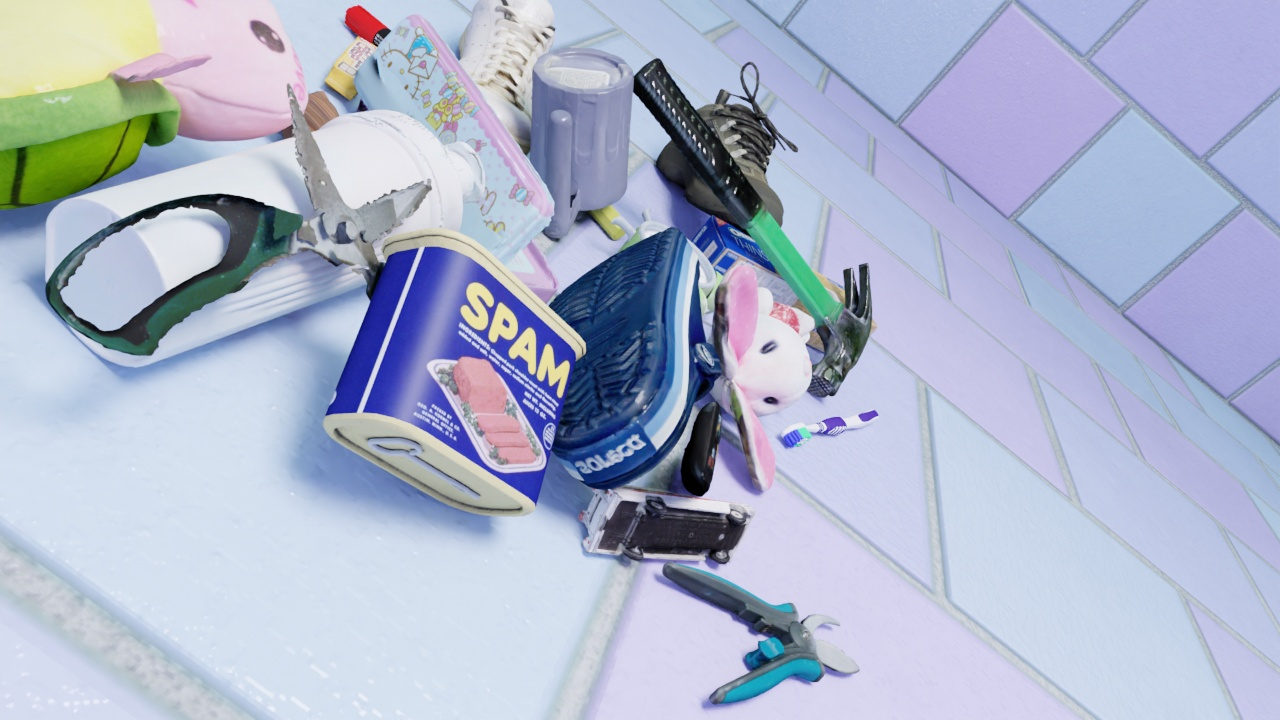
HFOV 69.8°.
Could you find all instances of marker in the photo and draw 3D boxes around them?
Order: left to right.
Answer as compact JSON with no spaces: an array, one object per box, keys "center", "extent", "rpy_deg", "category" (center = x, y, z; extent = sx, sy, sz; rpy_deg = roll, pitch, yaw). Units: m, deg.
[{"center":[-0.191,-0.246,0.748],"extent":[0.145,0.021,0.023],"rpy_deg":[42,3,22],"category":"marker"},{"center":[-0.054,-0.155,0.814],"extent":[0.124,0.018,0.021],"rpy_deg":[49,28,19],"category":"marker"}]

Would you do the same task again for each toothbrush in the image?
[{"center":[0.167,0.056,0.786],"extent":[0.186,0.015,0.016],"rpy_deg":[-3,55,-54],"category":"toothbrush"}]

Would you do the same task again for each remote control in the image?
[{"center":[0.034,0.053,0.523],"extent":[0.020,0.041,0.152],"rpy_deg":[11,-11,4],"category":"remote control"}]

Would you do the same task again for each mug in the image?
[{"center":[-0.053,-0.174,0.730],"extent":[0.084,0.104,0.123],"rpy_deg":[12,43,5],"category":"mug"}]

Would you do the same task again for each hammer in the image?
[{"center":[0.100,-0.123,0.794],"extent":[0.319,0.032,0.130],"rpy_deg":[49,58,-19],"category":"hammer"}]

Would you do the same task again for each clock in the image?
[{"center":[0.026,-0.070,0.762],"extent":[0.119,0.043,0.094],"rpy_deg":[44,29,8],"category":"clock"}]

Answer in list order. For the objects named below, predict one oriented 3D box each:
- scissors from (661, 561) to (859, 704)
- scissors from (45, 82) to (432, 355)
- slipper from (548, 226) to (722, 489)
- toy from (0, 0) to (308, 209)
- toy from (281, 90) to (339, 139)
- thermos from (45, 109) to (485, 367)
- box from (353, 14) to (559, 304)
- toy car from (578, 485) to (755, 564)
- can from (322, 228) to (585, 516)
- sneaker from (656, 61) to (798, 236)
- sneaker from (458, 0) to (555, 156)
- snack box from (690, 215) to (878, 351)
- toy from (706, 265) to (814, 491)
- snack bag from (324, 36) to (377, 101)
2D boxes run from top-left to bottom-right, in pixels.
[{"center":[0.067,0.151,0.516],"extent":[0.124,0.019,0.155],"rpy_deg":[48,26,11],"category":"scissors"},{"center":[-0.140,-0.016,0.408],"extent":[0.201,0.015,0.202],"rpy_deg":[-46,123,-50],"category":"scissors"},{"center":[-0.003,0.003,0.569],"extent":[0.095,0.105,0.252],"rpy_deg":[53,21,-21],"category":"slipper"},{"center":[-0.257,-0.117,0.396],"extent":[0.190,0.088,0.237],"rpy_deg":[14,32,29],"category":"toy"},{"center":[-0.212,-0.152,0.583],"extent":[0.102,0.042,0.054],"rpy_deg":[42,13,16],"category":"toy"},{"center":[-0.176,-0.070,0.461],"extent":[0.099,0.100,0.219],"rpy_deg":[43,31,4],"category":"thermos"},{"center":[-0.118,-0.143,0.634],"extent":[0.089,0.093,0.214],"rpy_deg":[1,47,-50],"category":"box"},{"center":[0.015,0.091,0.523],"extent":[0.113,0.039,0.039],"rpy_deg":[14,17,-42],"category":"toy car"},{"center":[-0.083,0.011,0.428],"extent":[0.116,0.057,0.092],"rpy_deg":[44,51,-47],"category":"can"},{"center":[0.109,-0.212,0.925],"extent":[0.101,0.143,0.237],"rpy_deg":[25,19,-29],"category":"sneaker"},{"center":[-0.113,-0.269,0.814],"extent":[0.089,0.103,0.241],"rpy_deg":[26,32,-27],"category":"sneaker"},{"center":[0.133,-0.066,0.876],"extent":[0.206,0.056,0.057],"rpy_deg":[22,34,-32],"category":"snack box"},{"center":[0.091,-0.001,0.695],"extent":[0.193,0.084,0.159],"rpy_deg":[-36,119,-68],"category":"toy"},{"center":[-0.219,-0.226,0.707],"extent":[0.026,0.020,0.099],"rpy_deg":[31,29,-20],"category":"snack bag"}]
